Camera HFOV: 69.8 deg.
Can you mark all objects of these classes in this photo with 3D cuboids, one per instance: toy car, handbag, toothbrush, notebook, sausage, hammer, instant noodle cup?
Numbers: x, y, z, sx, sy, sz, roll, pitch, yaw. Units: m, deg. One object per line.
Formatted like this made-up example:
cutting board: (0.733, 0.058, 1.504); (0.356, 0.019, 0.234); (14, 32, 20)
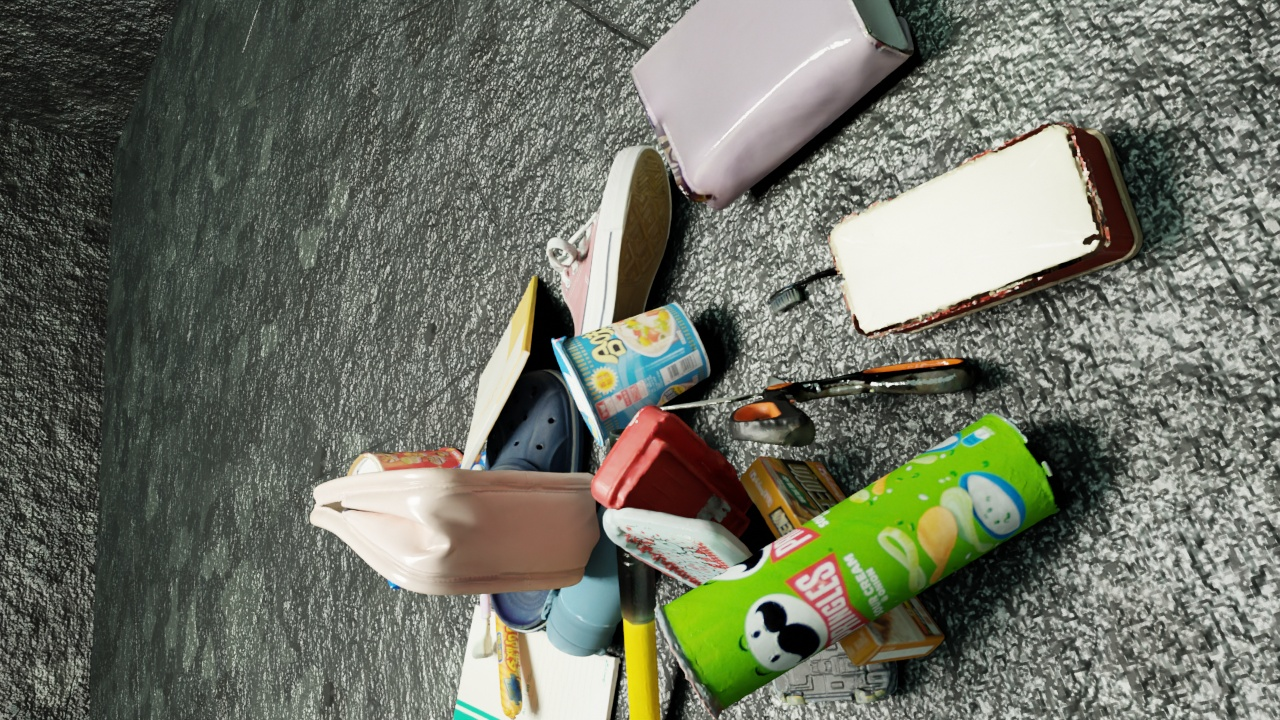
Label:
toy car: (0.133, 0.211, 0.635); (0.106, 0.031, 0.049); (-26, 62, 47)
handbag: (0.100, -0.229, 0.719); (0.198, 0.098, 0.144); (-36, 55, 37)
handbag: (-0.172, 0.129, 0.759); (0.235, 0.193, 0.093); (0, 82, 37)
toothbrush: (0.167, -0.075, 0.674); (0.190, 0.014, 0.016); (-26, 64, 42)
notebook: (-0.141, 0.008, 0.938); (0.146, 0.010, 0.206); (-60, 15, 21)
sausage: (-0.129, 0.267, 0.890); (0.022, 0.021, 0.165); (-39, 48, 37)
hammer: (0.000, 0.203, 0.734); (0.129, 0.032, 0.301); (4, 101, 45)
toothbrush: (-0.159, 0.199, 0.914); (0.020, 0.029, 0.189); (-6, 84, 32)
instant noodle cup: (-0.269, 0.164, 1.048); (0.138, 0.108, 0.137); (-13, 72, 46)
instant noodle cup: (-0.005, 0.004, 0.766); (0.099, 0.110, 0.099); (65, 172, 0)
notebook: (-0.107, 0.332, 0.879); (0.210, 0.012, 0.150); (3, 81, 44)

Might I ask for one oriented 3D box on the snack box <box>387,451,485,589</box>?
snack box: (-0.201, 0.163, 0.950); (0.157, 0.026, 0.084); (-27, 72, -2)

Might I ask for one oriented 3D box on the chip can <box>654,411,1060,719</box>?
chip can: (0.126, 0.118, 0.539); (0.236, 0.072, 0.072); (-30, 52, -2)

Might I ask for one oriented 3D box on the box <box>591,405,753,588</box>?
box: (0.050, 0.118, 0.631); (0.100, 0.201, 0.095); (30, 80, 32)

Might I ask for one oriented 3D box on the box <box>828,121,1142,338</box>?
box: (0.203, -0.078, 0.572); (0.169, 0.077, 0.091); (-23, 78, 44)

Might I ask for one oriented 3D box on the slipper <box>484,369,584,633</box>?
slipper: (-0.117, 0.130, 0.877); (0.105, 0.095, 0.252); (-5, 77, 25)

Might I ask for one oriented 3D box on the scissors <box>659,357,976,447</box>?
scissors: (0.106, 0.027, 0.616); (0.234, 0.220, 0.022); (-9, 95, 23)

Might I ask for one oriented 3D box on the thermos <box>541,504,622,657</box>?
thermos: (-0.018, 0.159, 0.794); (0.070, 0.070, 0.221); (44, 114, 44)

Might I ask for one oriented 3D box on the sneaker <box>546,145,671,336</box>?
sneaker: (-0.038, -0.080, 0.845); (0.088, 0.118, 0.241); (15, 99, 29)

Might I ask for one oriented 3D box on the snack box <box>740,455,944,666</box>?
snack box: (0.133, 0.131, 0.619); (0.026, 0.075, 0.153); (-55, 46, 27)
